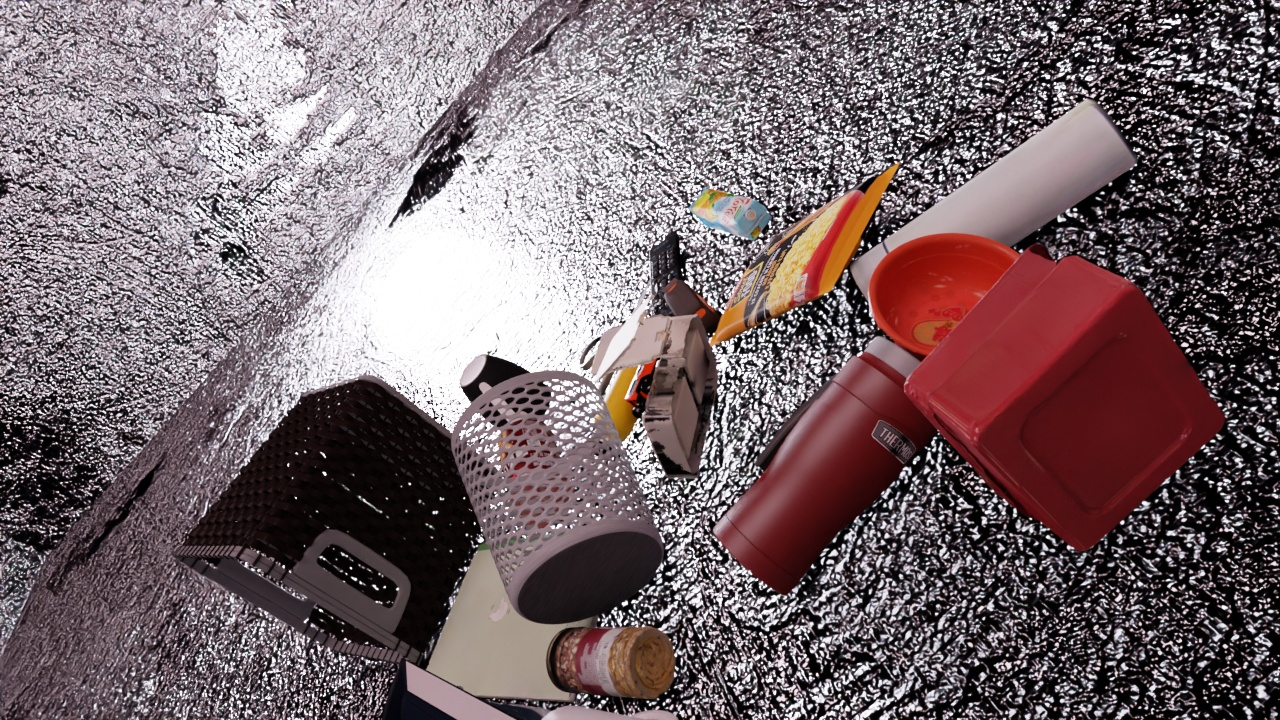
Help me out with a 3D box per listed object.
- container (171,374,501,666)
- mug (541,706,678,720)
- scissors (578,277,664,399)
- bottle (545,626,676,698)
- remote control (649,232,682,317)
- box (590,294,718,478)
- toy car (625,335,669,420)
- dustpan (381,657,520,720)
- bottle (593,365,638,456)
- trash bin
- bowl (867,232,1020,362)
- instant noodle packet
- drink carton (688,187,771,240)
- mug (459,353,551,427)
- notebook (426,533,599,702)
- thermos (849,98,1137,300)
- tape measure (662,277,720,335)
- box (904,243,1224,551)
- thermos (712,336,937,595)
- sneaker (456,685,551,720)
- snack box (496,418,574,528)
[{"bbox_3d":[-0.350,0.189,1.102,0.246,0.247,0.243,-13,43,47],"label":"container"},{"bbox_3d":[-0.019,0.303,0.688,0.090,0.091,0.121,-13,13,47],"label":"mug"},{"bbox_3d":[-0.026,-0.022,1.115,0.172,0.012,0.157,-28,43,45],"label":"scissors"},{"bbox_3d":[-0.026,0.254,0.774,0.105,0.056,0.056,-16,43,44],"label":"bottle"},{"bbox_3d":[0.035,-0.099,1.131,0.047,0.022,0.150,-32,36,27],"label":"remote control"},{"bbox_3d":[-0.006,0.005,0.870,0.105,0.187,0.143,-4,43,20],"label":"box"},{"bbox_3d":[0.021,0.017,0.984,0.049,0.051,0.100,-10,49,47],"label":"toy car"},{"bbox_3d":[-0.147,0.397,0.695,0.237,0.080,0.273,1,98,48],"label":"dustpan"},{"bbox_3d":[-0.015,0.041,1.015,0.043,0.043,0.143,-5,52,51],"label":"bottle"},{"bbox_3d":[-0.076,0.128,0.850,0.157,0.156,0.183,-41,50,15],"label":"trash bin"},{"bbox_3d":[0.244,-0.039,0.719,0.130,0.045,0.130,-6,52,7],"label":"bowl"},{"bbox_3d":[0.153,-0.096,0.908,0.159,0.032,0.221,-58,14,-25],"label":"instant noodle packet"},{"bbox_3d":[0.107,-0.177,1.102,0.044,0.038,0.129,-51,30,-3],"label":"drink carton"},{"bbox_3d":[-0.173,0.047,1.163,0.085,0.100,0.119,-46,30,6],"label":"mug"},{"bbox_3d":[-0.125,0.260,0.950,0.253,0.010,0.181,-18,42,43],"label":"notebook"},{"bbox_3d":[0.287,-0.119,0.766,0.231,0.068,0.067,-36,32,24],"label":"thermos"},{"bbox_3d":[0.056,-0.052,1.008,0.038,0.058,0.058,-45,40,11],"label":"tape measure"},{"bbox_3d":[0.254,0.026,0.556,0.129,0.157,0.087,-46,35,8],"label":"box"},{"bbox_3d":[0.144,0.076,0.719,0.198,0.084,0.108,-50,30,4],"label":"thermos"},{"bbox_3d":[-0.147,0.335,0.813,0.236,0.087,0.089,-12,47,48],"label":"sneaker"},{"bbox_3d":[-0.120,0.124,1.035,0.072,0.072,0.121,-45,30,8],"label":"snack box"}]
